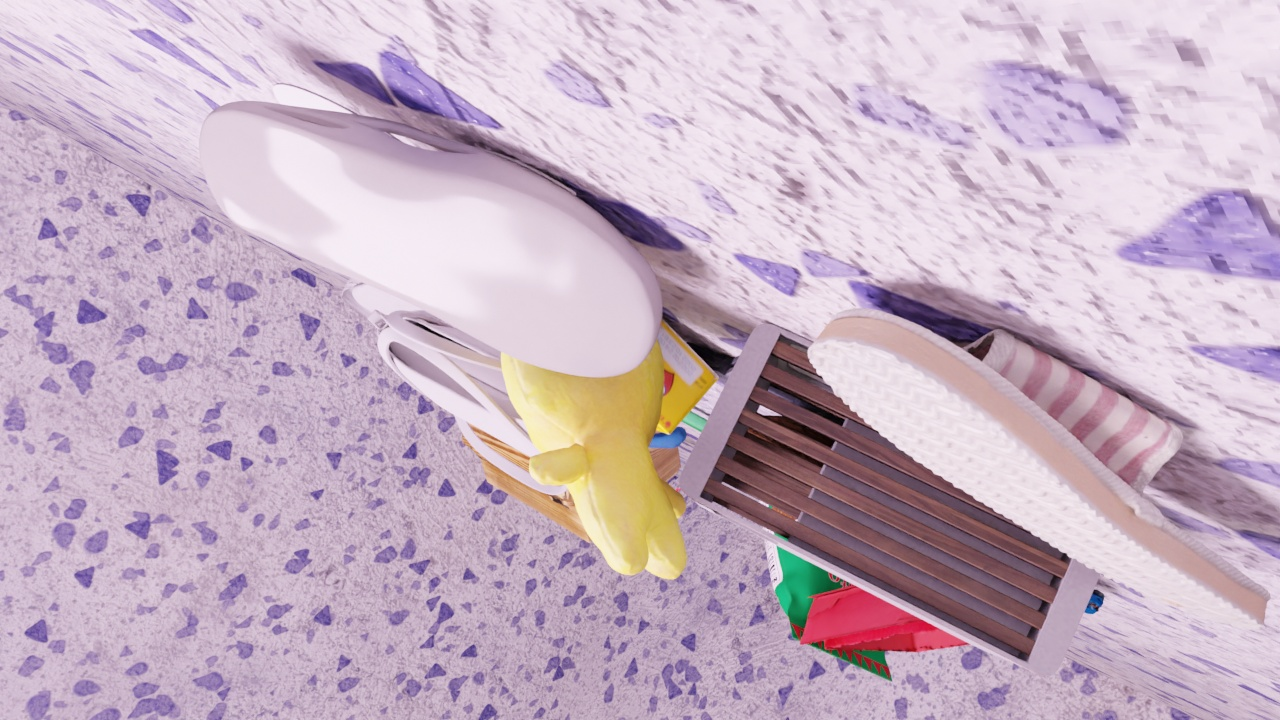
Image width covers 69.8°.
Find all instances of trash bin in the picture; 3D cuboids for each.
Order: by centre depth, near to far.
[{"bbox_3d":[0.153,0.085,0.576,0.229,0.114,0.114,26,173,12],"label":"trash bin"}]

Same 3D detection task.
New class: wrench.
[{"bbox_3d":[0.148,0.045,0.683,0.273,0.022,0.073,25,172,21],"label":"wrench"}]

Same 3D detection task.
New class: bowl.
[{"bbox_3d":[0.126,0.063,0.701,0.102,0.026,0.114,29,177,-38],"label":"bowl"}]

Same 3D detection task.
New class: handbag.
[{"bbox_3d":[-0.133,0.019,0.705,0.216,0.095,0.222,25,171,25],"label":"handbag"}]

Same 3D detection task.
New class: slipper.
[{"bbox_3d":[0.192,0.046,0.420,0.263,0.052,0.115,34,169,-18],"label":"slipper"},{"bbox_3d":[-0.107,-0.083,0.518,0.266,0.080,0.113,20,130,0],"label":"slipper"},{"bbox_3d":[-0.223,-0.078,0.940,0.112,0.074,0.247,25,165,-37],"label":"slipper"}]

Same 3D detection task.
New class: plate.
[{"bbox_3d":[-0.190,-0.143,0.627,0.134,0.011,0.134,27,173,3],"label":"plate"}]

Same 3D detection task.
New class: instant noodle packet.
[{"bbox_3d":[0.212,0.227,1.067,0.091,0.252,0.195,-33,133,30],"label":"instant noodle packet"}]

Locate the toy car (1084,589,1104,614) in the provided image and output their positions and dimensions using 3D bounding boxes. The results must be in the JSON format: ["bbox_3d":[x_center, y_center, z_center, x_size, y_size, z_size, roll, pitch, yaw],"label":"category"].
[{"bbox_3d":[0.396,0.218,0.913,0.120,0.043,0.056,23,171,27],"label":"toy car"}]

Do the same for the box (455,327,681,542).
[{"bbox_3d":[-0.145,0.085,1.513,0.279,0.285,0.335,23,136,38],"label":"box"}]

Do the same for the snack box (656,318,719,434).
[{"bbox_3d":[-0.004,0.004,0.728,0.083,0.061,0.106,45,168,-18],"label":"snack box"}]

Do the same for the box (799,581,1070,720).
[{"bbox_3d":[0.279,0.276,0.871,0.164,0.153,0.214,8,154,-28],"label":"box"}]

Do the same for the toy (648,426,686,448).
[{"bbox_3d":[-0.021,0.063,1.212,0.176,0.071,0.112,41,-174,0],"label":"toy"}]

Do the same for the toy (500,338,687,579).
[{"bbox_3d":[-0.024,0.040,0.576,0.092,0.207,0.133,-27,149,23],"label":"toy"}]

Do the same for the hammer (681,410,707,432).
[{"bbox_3d":[0.018,0.047,1.130,0.318,0.032,0.130,29,173,-10],"label":"hammer"}]
